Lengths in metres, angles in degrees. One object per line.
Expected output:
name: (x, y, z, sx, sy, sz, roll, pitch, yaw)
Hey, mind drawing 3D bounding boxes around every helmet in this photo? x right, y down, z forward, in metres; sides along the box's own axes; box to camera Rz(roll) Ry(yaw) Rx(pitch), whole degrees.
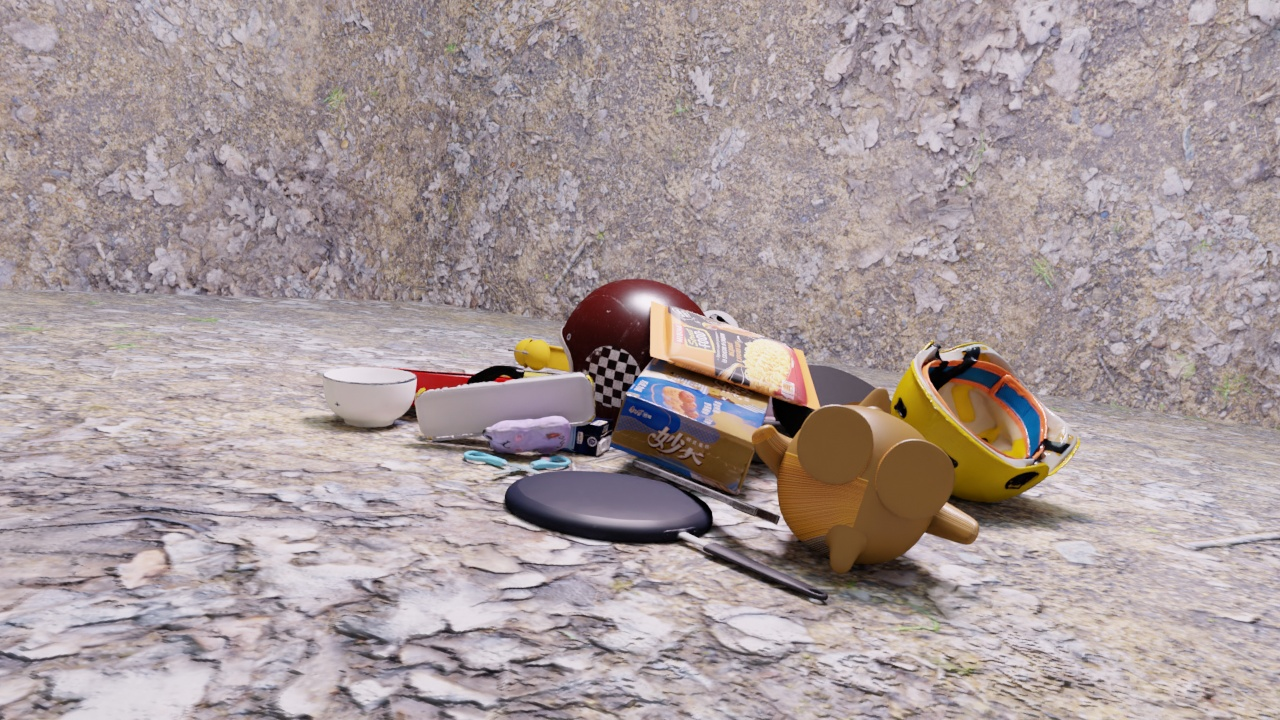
helmet: (0.391, 0.091, 1.123, 0.239, 0.140, 0.209, -4, 47, -38)
helmet: (-0.007, 0.007, 1.325, 0.234, 0.254, 0.232, 19, 20, 27)

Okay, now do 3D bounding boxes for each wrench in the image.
wrench: (0.058, 0.126, 0.903, 0.070, 0.010, 0.274, 23, -6, -19)

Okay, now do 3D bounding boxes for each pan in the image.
pan: (0.022, 0.146, 0.818, 0.198, 0.021, 0.357, 2, 8, -42)
pan: (0.225, 0.032, 1.252, 0.203, 0.044, 0.355, -12, 48, -47)
pan: (-0.234, 0.035, 1.235, 0.208, 0.067, 0.357, 5, -1, -31)

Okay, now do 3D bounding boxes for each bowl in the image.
bowl: (-0.339, 0.047, 1.150, 0.113, 0.063, 0.113, 4, 9, -1)

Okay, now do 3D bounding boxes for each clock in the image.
clock: (-0.150, -0.004, 1.563, 0.151, 0.052, 0.114, 11, -1, -24)

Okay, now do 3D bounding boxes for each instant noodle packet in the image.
instant noodle packet: (0.117, -0.009, 1.165, 0.220, 0.032, 0.159, 18, 26, -8)

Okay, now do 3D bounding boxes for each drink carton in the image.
drink carton: (-0.103, 0.087, 1.157, 0.130, 0.040, 0.064, 8, 6, 13)

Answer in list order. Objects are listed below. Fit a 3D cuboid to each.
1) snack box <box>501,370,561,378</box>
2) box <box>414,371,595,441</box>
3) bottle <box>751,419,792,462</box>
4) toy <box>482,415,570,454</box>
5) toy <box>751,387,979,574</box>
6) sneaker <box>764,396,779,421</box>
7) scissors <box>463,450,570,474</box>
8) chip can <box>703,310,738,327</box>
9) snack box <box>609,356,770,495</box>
snack box: (-0.147, 0.045, 1.528, 0.180, 0.045, 0.121, 6, 2, -38)
box: (-0.159, 0.048, 1.108, 0.209, 0.079, 0.080, -5, 21, -3)
bottle: (0.143, 0.106, 1.230, 0.174, 0.046, 0.084, 6, 6, -9)
toy: (-0.130, 0.091, 1.067, 0.099, 0.036, 0.080, -7, -26, -3)
toy: (0.195, 0.103, 0.832, 0.199, 0.162, 0.203, 24, -3, 8)
sneaker: (0.243, 0.090, 1.359, 0.293, 0.116, 0.112, 24, -14, -11)
scissors: (-0.139, 0.112, 1.012, 0.136, 0.015, 0.135, 7, 0, 23)
chip can: (0.114, 0.008, 1.480, 0.075, 0.075, 0.215, 7, -29, 6)
snack box: (0.066, 0.065, 1.088, 0.155, 0.069, 0.202, 21, 19, 7)
